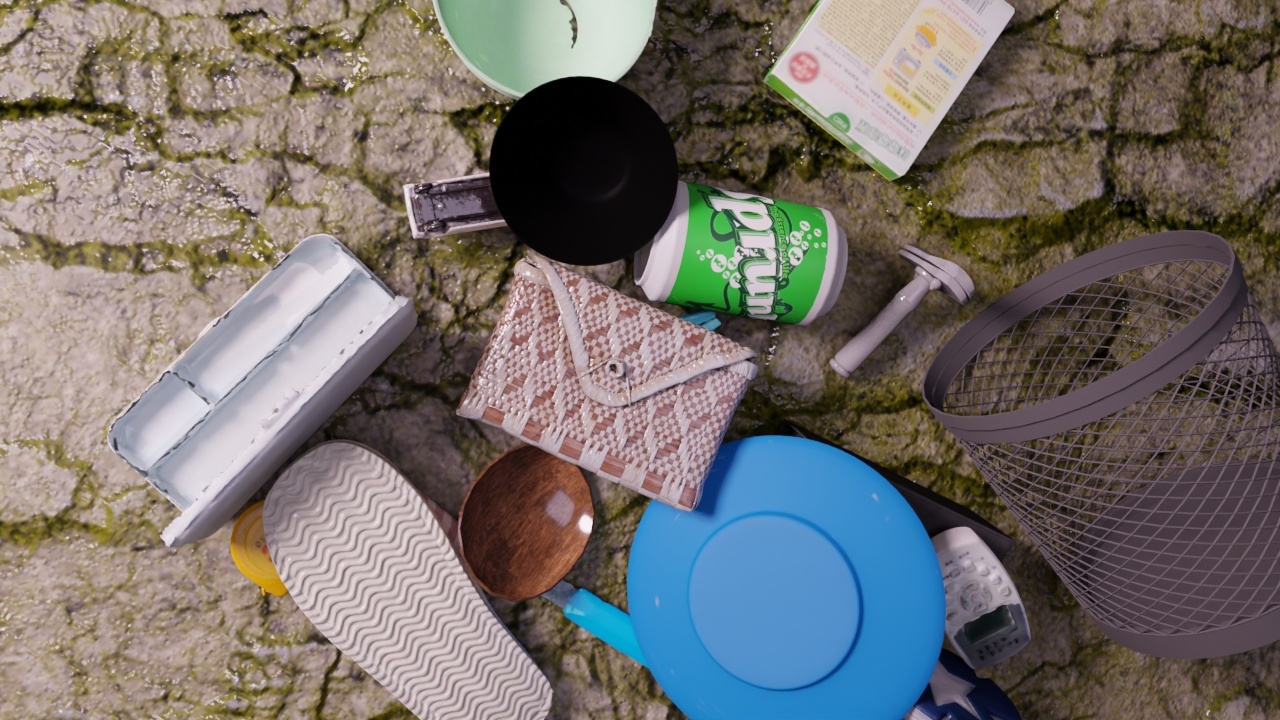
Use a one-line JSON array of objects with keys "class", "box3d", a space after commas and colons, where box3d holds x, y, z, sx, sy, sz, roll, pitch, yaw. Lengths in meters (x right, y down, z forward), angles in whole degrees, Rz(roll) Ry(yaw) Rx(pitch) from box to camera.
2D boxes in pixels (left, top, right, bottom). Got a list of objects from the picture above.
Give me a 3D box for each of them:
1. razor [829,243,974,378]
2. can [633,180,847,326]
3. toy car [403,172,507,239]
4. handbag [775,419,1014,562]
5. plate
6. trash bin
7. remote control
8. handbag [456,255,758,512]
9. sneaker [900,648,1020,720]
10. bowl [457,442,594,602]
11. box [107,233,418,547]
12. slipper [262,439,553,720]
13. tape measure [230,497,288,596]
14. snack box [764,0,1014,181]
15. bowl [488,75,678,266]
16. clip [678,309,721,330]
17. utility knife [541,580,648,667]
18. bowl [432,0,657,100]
[{"class": "razor", "box3d": [0.192, -0.033, 0.705, 0.047, 0.088, 0.116, 41, 102, -9]}, {"class": "can", "box3d": [0.071, -0.077, 0.665, 0.140, 0.088, 0.088, 9, 88, -11]}, {"class": "toy car", "box3d": [-0.109, -0.112, 0.653, 0.113, 0.039, 0.039, -12, 93, -16]}, {"class": "handbag", "box3d": [0.149, 0.175, 0.704, 0.175, 0.072, 0.196, 26, 96, -10]}, {"class": "plate", "box3d": [0.092, 0.165, 0.634, 0.225, 0.024, 0.224, -1, 88, 20]}, {"class": "trash bin", "box3d": [0.361, 0.063, 0.663, 0.217, 0.218, 0.227, -38, 101, -9]}, {"class": "remote control", "box3d": [0.241, 0.172, 0.665, 0.060, 0.028, 0.114, -27, 111, 5]}, {"class": "handbag", "box3d": [-0.023, 0.015, 0.639, 0.186, 0.047, 0.124, 23, 90, 1]}, {"class": "sneaker", "box3d": [0.240, 0.317, 0.675, 0.269, 0.103, 0.133, 37, 112, -5]}, {"class": "bowl", "box3d": [-0.086, 0.114, 0.656, 0.114, 0.026, 0.102, -44, 111, -34]}, {"class": "box", "box3d": [-0.250, 0.008, 0.598, 0.105, 0.129, 0.210, 43, 77, -7]}, {"class": "slipper", "box3d": [-0.156, 0.166, 0.640, 0.115, 0.052, 0.263, -38, 108, -15]}, {"class": "tape measure", "box3d": [-0.250, 0.124, 0.631, 0.059, 0.030, 0.068, 40, 77, -9]}, {"class": "snack box", "box3d": [0.196, -0.248, 0.720, 0.132, 0.027, 0.168, 36, 84, -8]}, {"class": "bowl", "box3d": [-0.036, -0.131, 0.623, 0.124, 0.052, 0.124, 1, 113, 3]}, {"class": "clip", "box3d": [-0.003, 0.009, 0.683, 0.122, 0.033, 0.120, 7, 85, -10]}, {"class": "utility knife", "box3d": [-0.020, 0.195, 0.685, 0.220, 0.015, 0.031, 35, 81, -12]}, {"class": "bowl", "box3d": [-0.069, -0.247, 0.642, 0.151, 0.077, 0.151, 0, 90, -11]}]
